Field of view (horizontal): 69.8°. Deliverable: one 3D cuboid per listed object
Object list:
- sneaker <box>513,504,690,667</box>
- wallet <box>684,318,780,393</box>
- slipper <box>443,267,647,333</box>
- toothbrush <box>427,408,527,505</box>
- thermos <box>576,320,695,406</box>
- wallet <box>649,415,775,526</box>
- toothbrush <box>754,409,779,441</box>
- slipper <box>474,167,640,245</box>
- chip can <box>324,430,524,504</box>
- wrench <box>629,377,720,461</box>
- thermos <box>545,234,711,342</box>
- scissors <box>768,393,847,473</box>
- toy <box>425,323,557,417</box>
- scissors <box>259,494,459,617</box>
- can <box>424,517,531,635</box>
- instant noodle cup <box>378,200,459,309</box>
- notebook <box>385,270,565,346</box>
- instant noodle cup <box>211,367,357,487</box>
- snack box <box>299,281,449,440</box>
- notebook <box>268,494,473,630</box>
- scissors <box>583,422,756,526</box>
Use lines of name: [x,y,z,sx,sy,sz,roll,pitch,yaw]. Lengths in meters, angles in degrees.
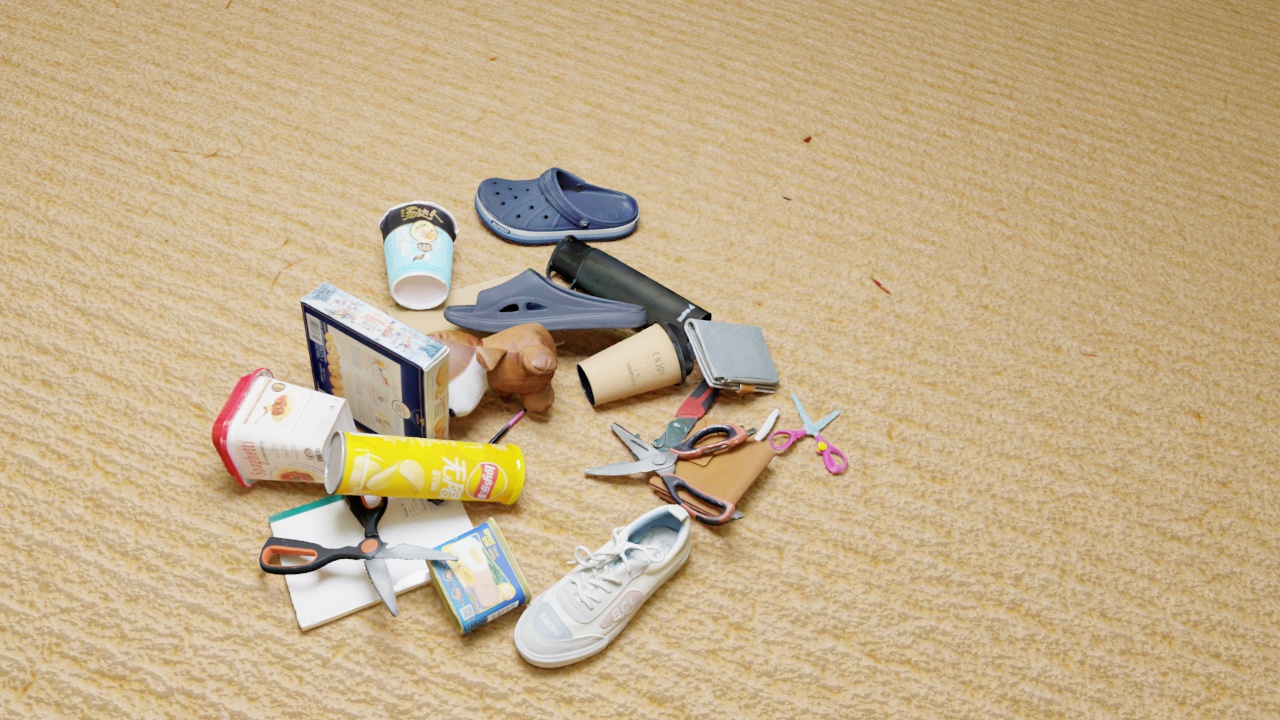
sneaker: [-0.033,0.241,1.007,0.241,0.091,0.089,-33,62,-29]
wallet: [0.124,-0.003,1.237,0.129,0.037,0.106,4,58,-40]
slipper: [-0.124,-0.082,1.218,0.268,0.083,0.110,0,9,-4]
toothbrush: [-0.194,0.115,1.130,0.018,0.014,0.188,37,50,9]
thermos: [-0.007,0.007,1.209,0.143,0.093,0.093,-21,57,-15]
wallet: [0.089,0.135,1.140,0.108,0.031,0.131,26,52,26]
toothbrush: [0.139,0.127,1.177,0.017,0.016,0.187,33,53,8]
slipper: [-0.123,-0.237,1.386,0.252,0.095,0.105,4,48,-10]
chip can: [-0.240,0.122,1.036,0.213,0.072,0.072,9,46,-32]
wrench: [0.079,0.047,1.233,0.056,0.016,0.272,33,54,17]
thermos: [-0.024,-0.088,1.301,0.242,0.068,0.089,31,72,18]
scissors: [0.221,0.096,1.214,0.134,0.017,0.133,-7,50,-20]
toy: [-0.203,0.016,1.134,0.199,0.140,0.130,5,53,-4]
scissors: [-0.307,0.200,0.997,0.232,0.022,0.220,-12,39,-3]
can: [-0.179,0.236,1.003,0.083,0.057,0.102,-23,71,-23]
instant noodle cup: [-0.304,-0.139,1.266,0.111,0.111,0.120,-3,54,-12]
notebook: [-0.227,-0.048,1.268,0.207,0.008,0.147,-18,56,-22]
instant noodle cup: [-0.404,0.084,1.057,0.124,0.117,0.116,9,50,3]
snack box: [-0.309,0.021,1.082,0.182,0.178,0.045,27,47,15]
notebook: [-0.300,0.203,1.047,0.208,0.012,0.150,-17,54,-23]
scissors: [0.041,0.131,1.117,0.223,0.015,0.188,-13,44,0]
